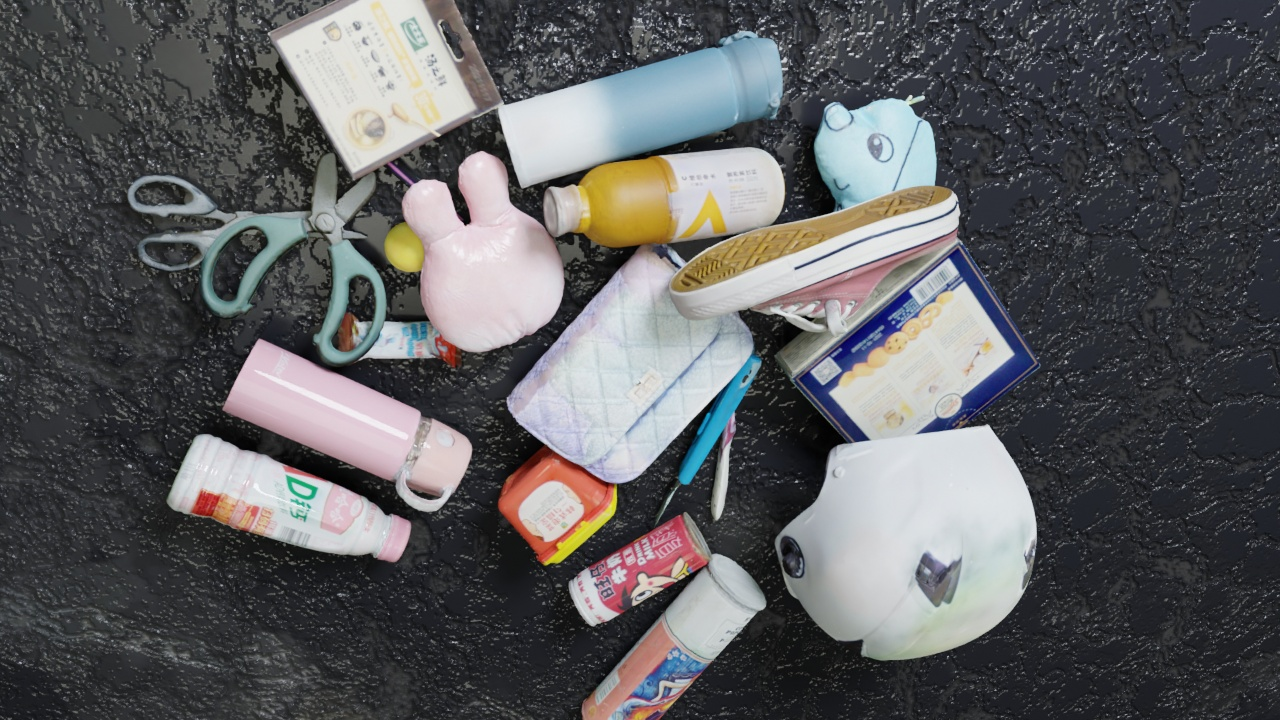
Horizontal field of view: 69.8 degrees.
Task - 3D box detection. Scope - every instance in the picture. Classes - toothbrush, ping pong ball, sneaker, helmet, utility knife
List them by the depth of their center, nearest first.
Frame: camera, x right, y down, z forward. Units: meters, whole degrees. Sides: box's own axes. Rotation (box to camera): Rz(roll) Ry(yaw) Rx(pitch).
[{"bbox_3d":[0.142,-0.063,0.717,0.241,0.118,0.088,-19,114,-11],"label":"sneaker"},{"bbox_3d":[-0.204,-0.163,0.717,0.014,0.017,0.189,-43,116,11],"label":"toothbrush"},{"bbox_3d":[-0.184,-0.091,0.734,0.040,0.040,0.040,-3,113,-8],"label":"ping pong ball"},{"bbox_3d":[0.255,0.186,0.832,0.228,0.145,0.259,-1,128,-25],"label":"helmet"},{"bbox_3d":[0.057,0.075,0.841,0.018,0.034,0.205,23,116,-9],"label":"utility knife"},{"bbox_3d":[0.086,0.067,0.860,0.017,0.016,0.188,-2,113,-19],"label":"toothbrush"}]

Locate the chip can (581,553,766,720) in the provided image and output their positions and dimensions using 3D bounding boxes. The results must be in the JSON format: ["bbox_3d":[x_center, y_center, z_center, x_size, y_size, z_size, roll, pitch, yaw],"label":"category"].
[{"bbox_3d":[0.030,0.294,0.916,0.071,0.071,0.215,34,105,-20],"label":"chip can"}]

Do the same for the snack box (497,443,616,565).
[{"bbox_3d":[-0.076,0.123,0.824,0.091,0.082,0.080,-42,103,10],"label":"snack box"}]

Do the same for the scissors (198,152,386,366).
[{"bbox_3d":[-0.276,-0.081,0.722,0.176,0.019,0.175,2,104,-9],"label":"scissors"}]

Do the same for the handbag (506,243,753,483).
[{"bbox_3d":[-0.005,0.005,0.784,0.134,0.075,0.194,37,102,-19],"label":"handbag"}]

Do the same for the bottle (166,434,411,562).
[{"bbox_3d":[-0.299,0.126,0.798,0.197,0.068,0.068,24,107,-22],"label":"bottle"}]

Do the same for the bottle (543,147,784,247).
[{"bbox_3d":[0.019,-0.125,0.715,0.189,0.068,0.068,-10,115,-21],"label":"bottle"}]

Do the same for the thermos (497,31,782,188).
[{"bbox_3d":[0.002,-0.194,0.708,0.220,0.070,0.070,-17,114,-2],"label":"thermos"}]

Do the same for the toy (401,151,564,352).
[{"bbox_3d":[-0.123,-0.083,0.728,0.121,0.054,0.160,-31,125,-21],"label":"toy"}]

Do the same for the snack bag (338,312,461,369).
[{"bbox_3d":[-0.201,-0.017,0.771,0.104,0.026,0.048,3,100,-11],"label":"snack bag"}]

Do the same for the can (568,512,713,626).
[{"bbox_3d":[-0.001,0.201,0.881,0.133,0.053,0.053,-31,114,4],"label":"can"}]

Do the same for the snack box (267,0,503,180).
[{"bbox_3d":[-0.184,-0.211,0.669,0.125,0.053,0.113,-30,115,-10],"label":"snack box"}]

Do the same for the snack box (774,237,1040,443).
[{"bbox_3d":[0.242,0.000,0.823,0.178,0.045,0.182,-40,124,9],"label":"snack box"}]

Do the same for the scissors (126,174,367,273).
[{"bbox_3d":[-0.311,-0.114,0.720,0.171,0.014,0.150,-35,115,6],"label":"scissors"}]

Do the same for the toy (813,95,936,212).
[{"bbox_3d":[0.198,-0.144,0.768,0.161,0.049,0.156,26,109,-23],"label":"toy"}]

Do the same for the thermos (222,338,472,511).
[{"bbox_3d":[-0.242,0.060,0.766,0.198,0.087,0.067,29,127,-18],"label":"thermos"}]
